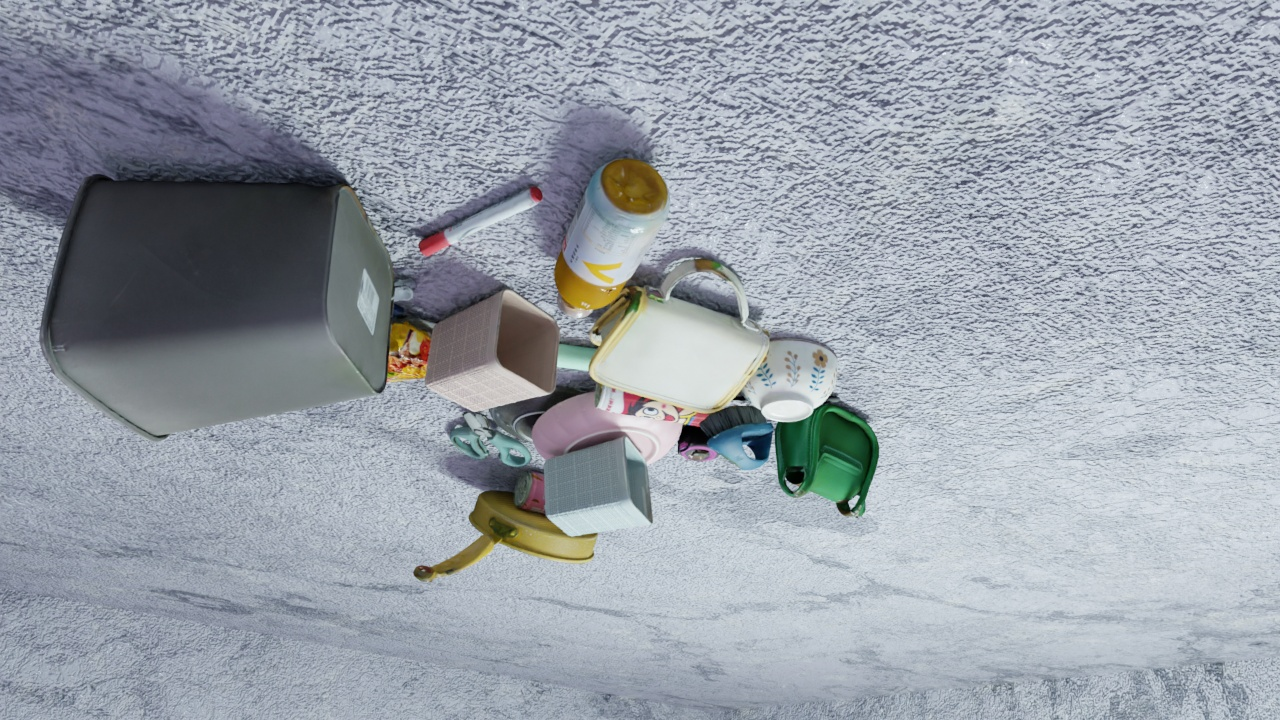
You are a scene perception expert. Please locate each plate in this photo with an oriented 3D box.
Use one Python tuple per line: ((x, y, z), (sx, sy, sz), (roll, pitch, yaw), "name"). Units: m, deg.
((-0.039, 0.101, 1.149), (0.192, 0.039, 0.193), (-6, 147, -4), "plate")
((-0.106, 0.082, 1.181), (0.179, 0.024, 0.180), (3, 153, 2), "plate")

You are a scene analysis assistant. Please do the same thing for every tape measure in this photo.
((0.077, 0.109, 1.190), (0.057, 0.039, 0.058), (8, 152, -8), "tape measure")

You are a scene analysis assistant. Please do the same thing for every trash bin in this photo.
((-0.347, -0.050, 0.805), (0.220, 0.198, 0.199), (-4, 153, 2), "trash bin")

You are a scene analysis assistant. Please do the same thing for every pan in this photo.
((-0.197, 0.257, 1.310), (0.198, 0.078, 0.357), (20, -178, 25), "pan")

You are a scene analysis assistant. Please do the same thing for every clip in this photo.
((-0.252, -0.069, 0.914), (0.057, 0.032, 0.025), (-7, 129, 6), "clip")

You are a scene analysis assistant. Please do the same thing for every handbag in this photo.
((0.049, -0.034, 0.922), (0.163, 0.063, 0.179), (17, 135, -23), "handbag")
((0.227, 0.121, 1.111), (0.131, 0.120, 0.068), (24, 152, -36), "handbag")

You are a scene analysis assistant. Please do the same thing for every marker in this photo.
((-0.143, -0.122, 0.811), (0.146, 0.017, 0.017), (-17, 146, 34), "marker")

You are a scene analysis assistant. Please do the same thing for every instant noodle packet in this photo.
((-0.278, -0.006, 1.006), (0.129, 0.044, 0.110), (-4, 156, 26), "instant noodle packet")

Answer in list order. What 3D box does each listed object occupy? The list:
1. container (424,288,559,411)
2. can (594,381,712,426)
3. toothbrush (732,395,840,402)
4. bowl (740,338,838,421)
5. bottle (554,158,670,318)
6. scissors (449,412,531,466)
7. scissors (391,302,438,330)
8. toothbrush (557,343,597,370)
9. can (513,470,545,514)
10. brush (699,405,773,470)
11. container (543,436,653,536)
((-0.156, -0.005, 0.951), (0.111, 0.090, 0.090), (-18, 146, 32), "container")
((0.016, 0.041, 1.057), (0.132, 0.053, 0.053), (10, 152, -11), "can")
((0.146, 0.048, 1.095), (0.181, 0.018, 0.016), (-1, 156, 7), "toothbrush")
((0.161, 0.029, 1.009), (0.113, 0.062, 0.114), (2, 153, 1), "bowl")
((-0.033, -0.096, 0.791), (0.068, 0.067, 0.190), (12, 151, -14), "bottle")
((-0.220, 0.100, 1.225), (0.143, 0.019, 0.180), (6, 155, 17), "scissors")
((-0.246, -0.050, 0.966), (0.172, 0.012, 0.133), (3, 152, -1), "scissors")
((-0.006, 0.006, 1.022), (0.224, 0.027, 0.026), (8, 110, -7), "toothbrush")
((-0.113, 0.210, 1.386), (0.147, 0.057, 0.058), (18, 149, -25), "can")
((0.116, 0.089, 1.041), (0.055, 0.073, 0.143), (-29, 165, 20), "brush")
((-0.053, 0.158, 1.117), (0.111, 0.090, 0.090), (-15, 147, 14), "container")
